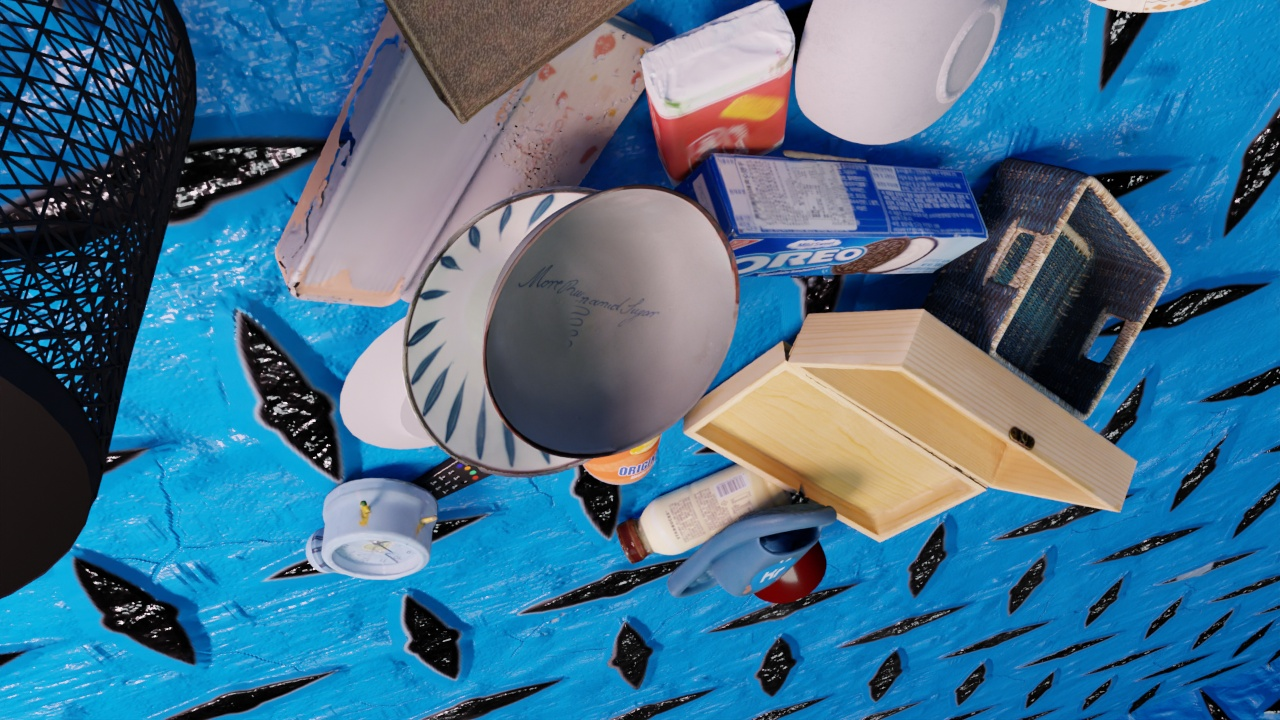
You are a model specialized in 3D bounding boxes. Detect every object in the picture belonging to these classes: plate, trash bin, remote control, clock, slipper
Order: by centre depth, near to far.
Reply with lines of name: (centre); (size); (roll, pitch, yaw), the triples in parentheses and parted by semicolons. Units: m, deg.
trash bin: (-0.283, -0.049, 0.334); (0.216, 0.243, 0.217); (-13, 140, -11)
plate: (-0.116, 0.014, 0.627); (0.172, 0.019, 0.173); (-25, 152, -15)
clock: (-0.213, 0.142, 0.731); (0.088, 0.051, 0.125); (17, 137, -29)
remote control: (-0.135, 0.084, 0.739); (0.125, 0.010, 0.039); (-29, 141, 8)
slipper: (0.103, 0.181, 0.838); (0.103, 0.059, 0.214); (-7, 155, -35)

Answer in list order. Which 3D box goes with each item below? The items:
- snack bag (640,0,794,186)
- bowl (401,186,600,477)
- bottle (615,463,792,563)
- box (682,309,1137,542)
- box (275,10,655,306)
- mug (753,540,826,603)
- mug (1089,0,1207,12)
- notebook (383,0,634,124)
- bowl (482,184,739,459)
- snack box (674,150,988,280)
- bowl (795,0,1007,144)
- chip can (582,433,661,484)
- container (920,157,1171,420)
snack bag: (0.044, -0.143, 0.509); (0.077, 0.036, 0.116); (-23, 166, 1)
bowl: (-0.065, -0.024, 0.550); (0.177, 0.071, 0.177); (-13, 118, -26)
bottle: (0.057, 0.140, 0.857); (0.162, 0.056, 0.056); (-24, 141, 4)
box: (0.206, 0.059, 0.738); (0.247, 0.096, 0.262); (31, 144, -25)
box: (-0.098, -0.113, 0.515); (0.148, 0.043, 0.217); (-1, 139, -49)
mug: (0.122, 0.187, 0.932); (0.114, 0.086, 0.088); (-14, 125, 16)
mug: (0.302, -0.266, 0.504); (0.121, 0.081, 0.097); (-35, 137, -18)
notebook: (-0.018, -0.206, 0.402); (0.215, 0.034, 0.190); (-38, 142, -7)
bowl: (-0.023, -0.026, 0.492); (0.150, 0.057, 0.151); (-14, 118, -27)
snack box: (0.126, -0.091, 0.589); (0.226, 0.059, 0.059); (-4, 162, -34)
bowl: (0.148, -0.175, 0.487); (0.131, 0.064, 0.132); (-38, 150, -27)
chip can: (-0.004, 0.004, 0.667); (0.062, 0.062, 0.211); (-7, 139, -18)
container: (0.312, -0.050, 0.705); (0.187, 0.071, 0.145); (23, 97, -41)
